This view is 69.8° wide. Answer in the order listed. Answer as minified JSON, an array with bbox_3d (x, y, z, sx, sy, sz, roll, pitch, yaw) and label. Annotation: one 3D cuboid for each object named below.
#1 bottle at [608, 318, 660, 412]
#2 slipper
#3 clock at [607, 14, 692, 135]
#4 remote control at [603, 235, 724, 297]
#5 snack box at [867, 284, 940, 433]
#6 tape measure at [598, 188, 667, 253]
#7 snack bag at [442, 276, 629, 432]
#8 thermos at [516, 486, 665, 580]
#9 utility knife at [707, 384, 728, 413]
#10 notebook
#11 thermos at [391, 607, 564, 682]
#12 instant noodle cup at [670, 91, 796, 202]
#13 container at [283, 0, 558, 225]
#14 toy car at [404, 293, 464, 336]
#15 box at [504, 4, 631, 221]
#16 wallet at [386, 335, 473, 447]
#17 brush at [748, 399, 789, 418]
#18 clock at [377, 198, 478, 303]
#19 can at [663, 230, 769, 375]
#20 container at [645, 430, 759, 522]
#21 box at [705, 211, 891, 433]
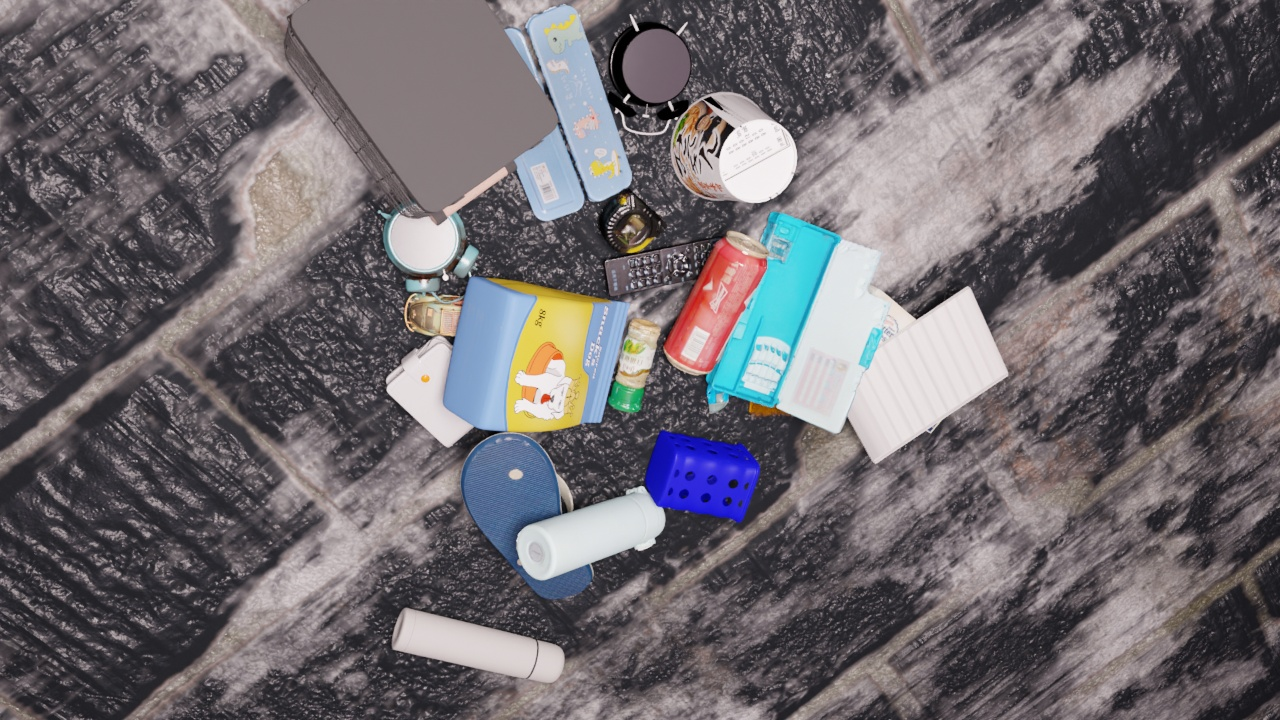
[{"bbox_3d":[-0.007,0.006,1.111,0.043,0.043,0.111,10,107,-18],"label":"bottle"},{"bbox_3d":[-0.140,0.191,1.140,0.118,0.060,0.295,-21,127,0],"label":"slipper"},{"bbox_3d":[0.012,-0.307,0.997,0.091,0.042,0.121,3,109,-15],"label":"clock"},{"bbox_3d":[0.030,-0.113,1.088,0.150,0.022,0.047,-12,112,-12],"label":"remote control"},{"bbox_3d":[0.328,-0.004,1.184,0.208,0.057,0.104,34,98,-23],"label":"snack box"},{"bbox_3d":[-0.014,-0.155,1.046,0.063,0.038,0.067,-44,126,10],"label":"tape measure"},{"bbox_3d":[-0.105,-0.003,1.044,0.204,0.102,0.159,5,103,-44],"label":"snack bag"},{"bbox_3d":[-0.053,0.208,1.113,0.206,0.065,0.078,-8,77,-49],"label":"thermos"},{"bbox_3d":[0.094,-0.014,1.145,0.031,0.015,0.175,-12,111,-15],"label":"utility knife"},{"bbox_3d":[0.355,0.022,1.163,0.210,0.009,0.142,-34,114,0],"label":"notebook"},{"bbox_3d":[-0.206,0.373,1.192,0.224,0.052,0.052,20,104,-20],"label":"thermos"},{"bbox_3d":[0.108,-0.227,1.008,0.123,0.121,0.124,-5,111,-13],"label":"instant noodle cup"},{"bbox_3d":[-0.213,-0.263,0.882,0.162,0.130,0.241,-40,109,-16],"label":"container"},{"bbox_3d":[-0.208,-0.047,1.036,0.111,0.047,0.047,3,108,-17],"label":"toy car"},{"bbox_3d":[-0.091,-0.264,0.993,0.127,0.034,0.209,-22,115,-4],"label":"box"},{"bbox_3d":[-0.218,0.026,1.067,0.115,0.037,0.118,-39,118,2],"label":"wallet"},{"bbox_3d":[0.205,0.048,1.194,0.126,0.017,0.048,-1,110,-14],"label":"brush"},{"bbox_3d":[-0.228,-0.120,0.997,0.090,0.053,0.124,-30,103,-4],"label":"clock"},{"bbox_3d":[0.088,-0.065,1.079,0.067,0.067,0.170,17,116,-20],"label":"can"},{"bbox_3d":[0.075,0.145,1.161,0.113,0.085,0.084,12,106,-17],"label":"container"},{"bbox_3d":[0.199,-0.046,1.119,0.182,0.071,0.227,21,99,3],"label":"box"}]
